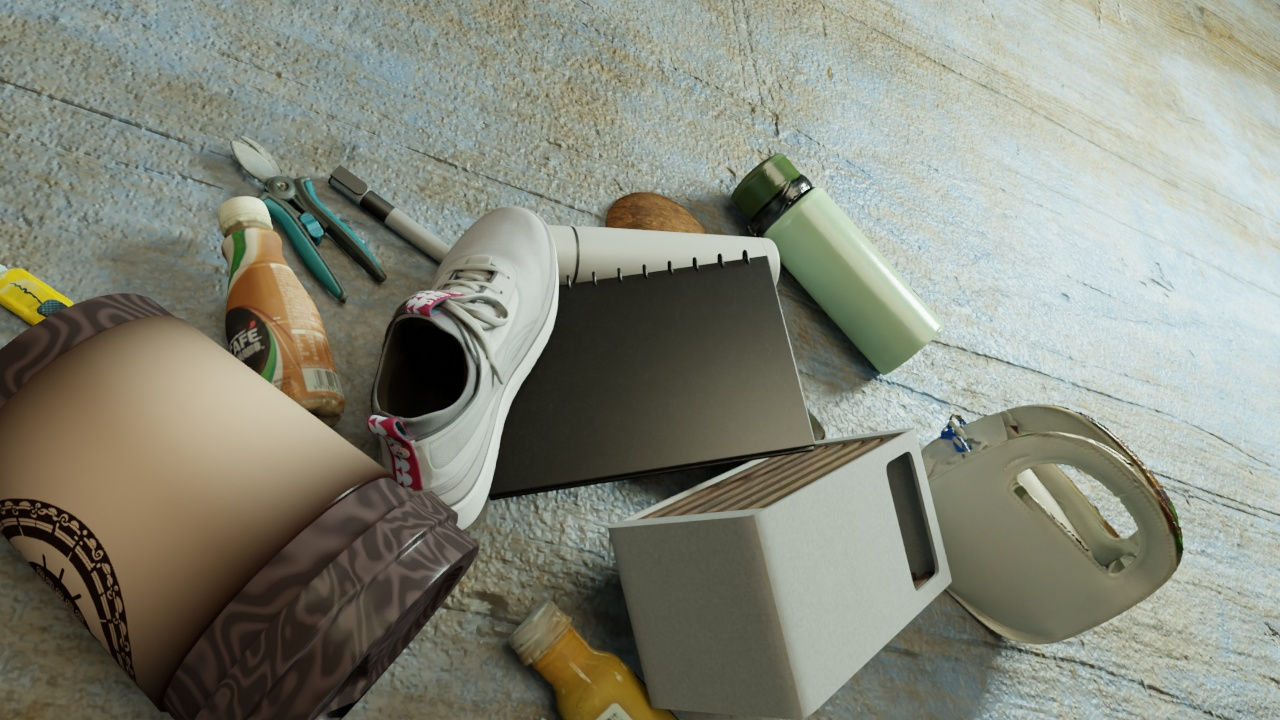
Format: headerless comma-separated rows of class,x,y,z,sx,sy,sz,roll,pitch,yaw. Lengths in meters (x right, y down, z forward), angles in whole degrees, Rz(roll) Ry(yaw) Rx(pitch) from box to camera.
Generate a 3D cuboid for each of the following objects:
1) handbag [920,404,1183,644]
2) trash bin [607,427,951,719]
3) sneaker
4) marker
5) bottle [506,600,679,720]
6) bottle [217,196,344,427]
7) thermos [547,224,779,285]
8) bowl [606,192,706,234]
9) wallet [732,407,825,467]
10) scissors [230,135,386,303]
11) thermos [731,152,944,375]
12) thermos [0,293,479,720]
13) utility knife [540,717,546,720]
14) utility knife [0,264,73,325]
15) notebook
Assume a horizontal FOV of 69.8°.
handbag,0.330,0.123,0.756,0.200,0.200,0.092,46,46,-2
trash bin,0.103,0.132,0.619,0.228,0.115,0.114,-14,91,-50
sneaker,-0.121,-0.024,0.611,0.097,0.129,0.262,10,56,6
marker,-0.178,-0.101,0.709,0.140,0.016,0.016,36,51,-7
bottle,-0.009,0.234,0.585,0.186,0.053,0.053,46,50,2
bottle,-0.243,-0.032,0.601,0.059,0.059,0.167,-9,68,-34
thermos,0.006,-0.082,0.765,0.224,0.052,0.052,1,62,-21
bowl,0.025,-0.112,0.827,0.114,0.026,0.101,46,50,2
wallet,0.101,0.057,0.753,0.120,0.031,0.099,51,45,-21
scissors,-0.247,-0.101,0.667,0.132,0.019,0.148,14,57,-24
thermos,0.181,-0.094,0.879,0.231,0.083,0.082,49,50,3
thermos,-0.223,0.085,0.481,0.226,0.173,0.172,40,50,5
utility knife,-0.072,0.276,0.548,0.022,0.015,0.119,30,53,-10
utility knife,-0.357,-0.024,0.562,0.206,0.018,0.030,35,42,-4
notebook,-0.004,0.004,0.679,0.231,0.019,0.169,-8,64,-2
